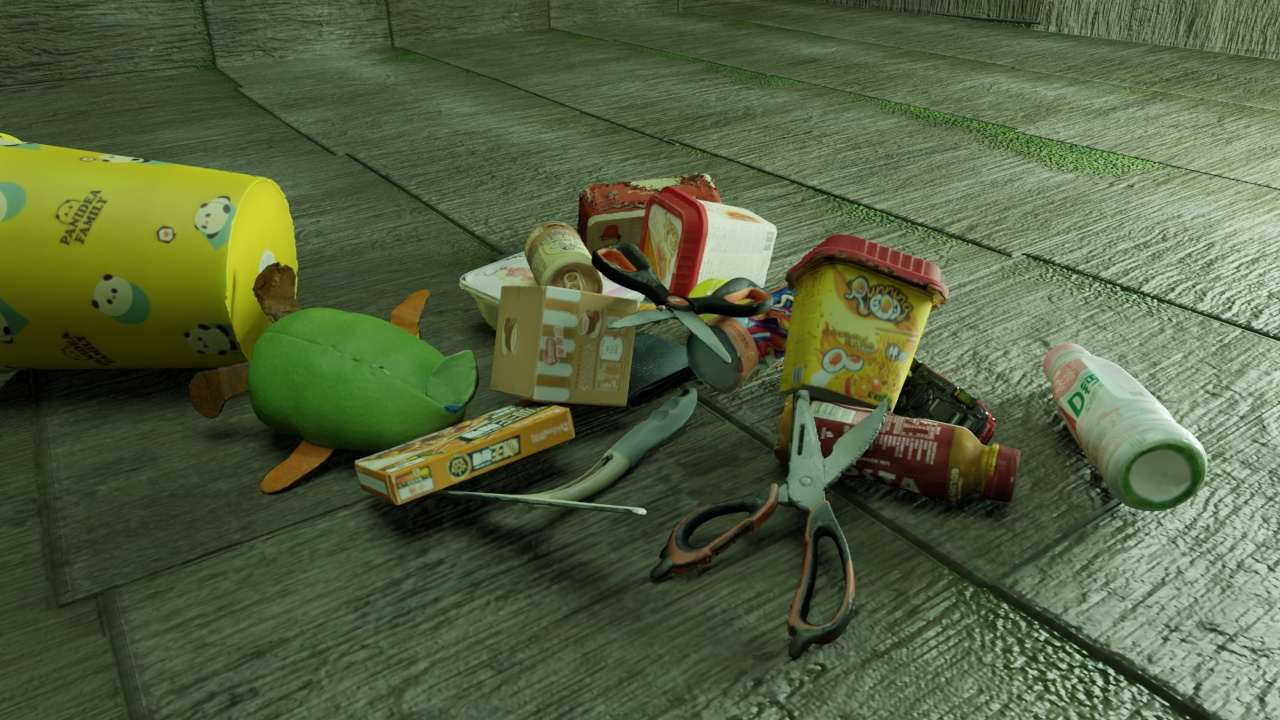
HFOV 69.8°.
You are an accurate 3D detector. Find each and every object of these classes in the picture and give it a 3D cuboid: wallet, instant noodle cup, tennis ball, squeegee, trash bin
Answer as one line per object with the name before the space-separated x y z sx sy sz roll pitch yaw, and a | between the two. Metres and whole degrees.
wallet | -0.005 0.005 0.872 0.097 0.019 0.120 22 34 38
instant noodle cup | -0.086 -0.059 0.950 0.173 0.060 0.137 24 37 37
tennis ball | 0.077 -0.050 0.917 0.065 0.065 0.065 -1 28 1
instant noodle cup | 0.075 -0.127 1.027 0.124 0.117 0.116 -1 25 -26
squeegee | -0.025 0.075 0.720 0.247 0.039 0.245 -3 15 39
instant noodle cup | 0.174 -0.022 0.754 0.116 0.123 0.116 18 -12 -7
trash bin | -0.486 -0.093 0.878 0.255 0.230 0.229 3 28 -2

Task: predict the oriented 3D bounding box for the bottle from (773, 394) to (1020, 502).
bottle | 0.193 0.069 0.698 0.175 0.057 0.057 11 31 22

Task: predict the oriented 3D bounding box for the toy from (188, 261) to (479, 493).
toy | -0.252 0.015 0.776 0.247 0.090 0.226 20 62 16

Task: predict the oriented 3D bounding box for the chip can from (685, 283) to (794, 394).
chip can | 0.141 -0.037 0.886 0.214 0.071 0.071 -25 36 -36

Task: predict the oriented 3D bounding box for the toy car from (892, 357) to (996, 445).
toy car | 0.241 0.038 0.762 0.045 0.053 0.120 31 11 -37

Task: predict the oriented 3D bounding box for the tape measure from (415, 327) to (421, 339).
tape measure | -0.246 -0.015 0.909 0.060 0.029 0.057 -9 30 -12

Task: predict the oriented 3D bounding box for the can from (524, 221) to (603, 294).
can | -0.075 -0.089 0.881 0.058 0.059 0.116 -8 29 -12

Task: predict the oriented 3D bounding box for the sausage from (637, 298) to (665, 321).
sausage | -0.038 -0.069 1.006 0.165 0.021 0.021 17 34 31

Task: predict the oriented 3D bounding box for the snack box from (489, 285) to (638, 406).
snack box | -0.065 -0.013 0.780 0.094 0.093 0.077 6 1 -37

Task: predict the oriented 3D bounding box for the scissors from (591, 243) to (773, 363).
scissors | 0.033 -0.054 0.769 0.233 0.022 0.221 -6 30 -41

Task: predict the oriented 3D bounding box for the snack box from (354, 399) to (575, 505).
snack box | -0.133 0.068 0.703 0.153 0.026 0.075 -19 13 -33

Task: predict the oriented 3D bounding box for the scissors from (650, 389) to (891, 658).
scissors | 0.106 0.102 0.633 0.227 0.015 0.189 -28 42 -11

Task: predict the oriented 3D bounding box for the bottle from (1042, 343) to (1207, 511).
bottle | 0.375 0.041 0.735 0.068 0.068 0.196 1 25 5

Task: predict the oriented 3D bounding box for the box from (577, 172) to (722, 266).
box | 0.010 -0.175 1.107 0.168 0.091 0.079 -9 55 -13
